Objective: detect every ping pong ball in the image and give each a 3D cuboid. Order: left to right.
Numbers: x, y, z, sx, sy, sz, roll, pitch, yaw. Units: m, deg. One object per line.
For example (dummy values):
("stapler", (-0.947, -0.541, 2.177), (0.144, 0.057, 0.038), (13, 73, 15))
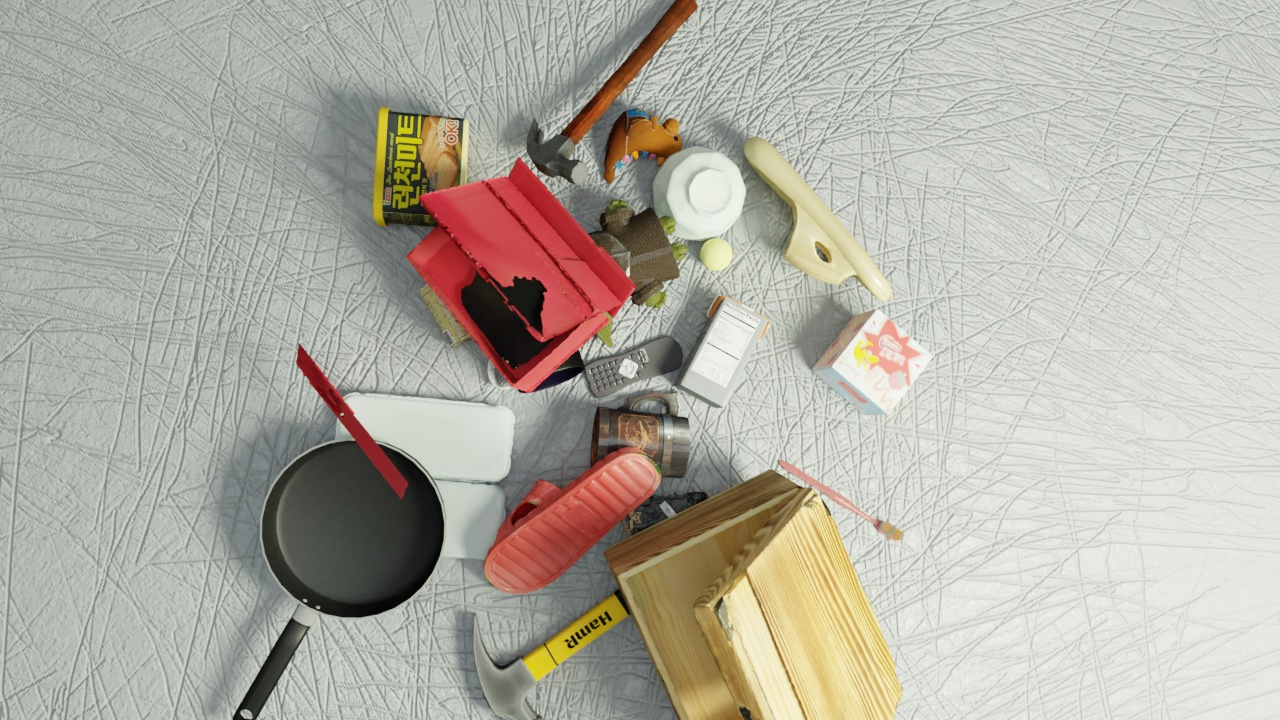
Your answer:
("ping pong ball", (0.094, -0.131, 1.137), (0.040, 0.040, 0.040), (0, 86, -7))

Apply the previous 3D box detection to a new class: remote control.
("remote control", (-0.007, 0.007, 1.131), (0.124, 0.009, 0.046), (-20, 89, -8))

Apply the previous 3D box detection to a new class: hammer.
("hammer", (-0.051, 0.306, 1.099), (0.324, 0.034, 0.170), (-33, 90, -9))
("hammer", (-0.028, -0.340, 1.122), (0.111, 0.028, 0.300), (27, 71, 35))

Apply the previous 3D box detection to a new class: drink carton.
("drink carton", (0.099, -0.010, 1.126), (0.076, 0.048, 0.124), (28, 83, -5))

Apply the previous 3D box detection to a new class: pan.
("pan", (-0.359, 0.254, 1.040), (0.204, 0.044, 0.355), (30, 89, -5))

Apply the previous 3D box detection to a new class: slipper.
("slipper", (-0.087, 0.177, 1.066), (0.249, 0.059, 0.103), (-41, 124, 12))
("slipper", (0.202, -0.160, 1.131), (0.079, 0.111, 0.261), (-40, 88, 13))

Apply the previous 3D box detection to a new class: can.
("can", (-0.257, -0.224, 1.084), (0.101, 0.072, 0.130), (3, 86, -10))
("can", (-0.228, -0.057, 1.093), (0.038, 0.038, 0.079), (-30, 90, -8))

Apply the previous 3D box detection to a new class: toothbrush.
("toothbrush", (0.252, 0.175, 1.151), (0.184, 0.016, 0.015), (32, 76, -2))

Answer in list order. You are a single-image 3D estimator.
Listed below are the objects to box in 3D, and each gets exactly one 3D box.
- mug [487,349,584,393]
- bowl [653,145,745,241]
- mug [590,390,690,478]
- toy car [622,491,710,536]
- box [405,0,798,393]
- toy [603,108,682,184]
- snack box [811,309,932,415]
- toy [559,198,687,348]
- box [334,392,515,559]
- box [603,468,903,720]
("mug", (-0.136, -0.016, 1.089), (0.119, 0.084, 0.100), (-25, 79, 21))
("bowl", (0.078, -0.203, 1.117), (0.117, 0.061, 0.117), (-2, 99, -12))
("mug", (-0.001, 0.084, 1.100), (0.107, 0.080, 0.115), (6, 59, -8))
("toy car", (0.030, 0.183, 1.106), (0.112, 0.047, 0.047), (-3, 88, -12))
("box", (-0.053, -0.189, 0.949), (0.469, 0.138, 0.214), (-46, 75, 23))
("toy", (0.002, -0.259, 1.139), (0.090, 0.070, 0.103), (18, 107, -18))
("snack box", (0.285, 0.003, 1.133), (0.093, 0.079, 0.094), (40, 82, -3))
("toy", (-0.022, -0.120, 1.102), (0.152, 0.078, 0.179), (-24, 92, -5))
("box", (-0.258, 0.136, 1.080), (0.209, 0.038, 0.190), (7, 83, -5))
("box", (0.154, 0.300, 0.990), (0.269, 0.264, 0.279), (-25, 99, -11))
